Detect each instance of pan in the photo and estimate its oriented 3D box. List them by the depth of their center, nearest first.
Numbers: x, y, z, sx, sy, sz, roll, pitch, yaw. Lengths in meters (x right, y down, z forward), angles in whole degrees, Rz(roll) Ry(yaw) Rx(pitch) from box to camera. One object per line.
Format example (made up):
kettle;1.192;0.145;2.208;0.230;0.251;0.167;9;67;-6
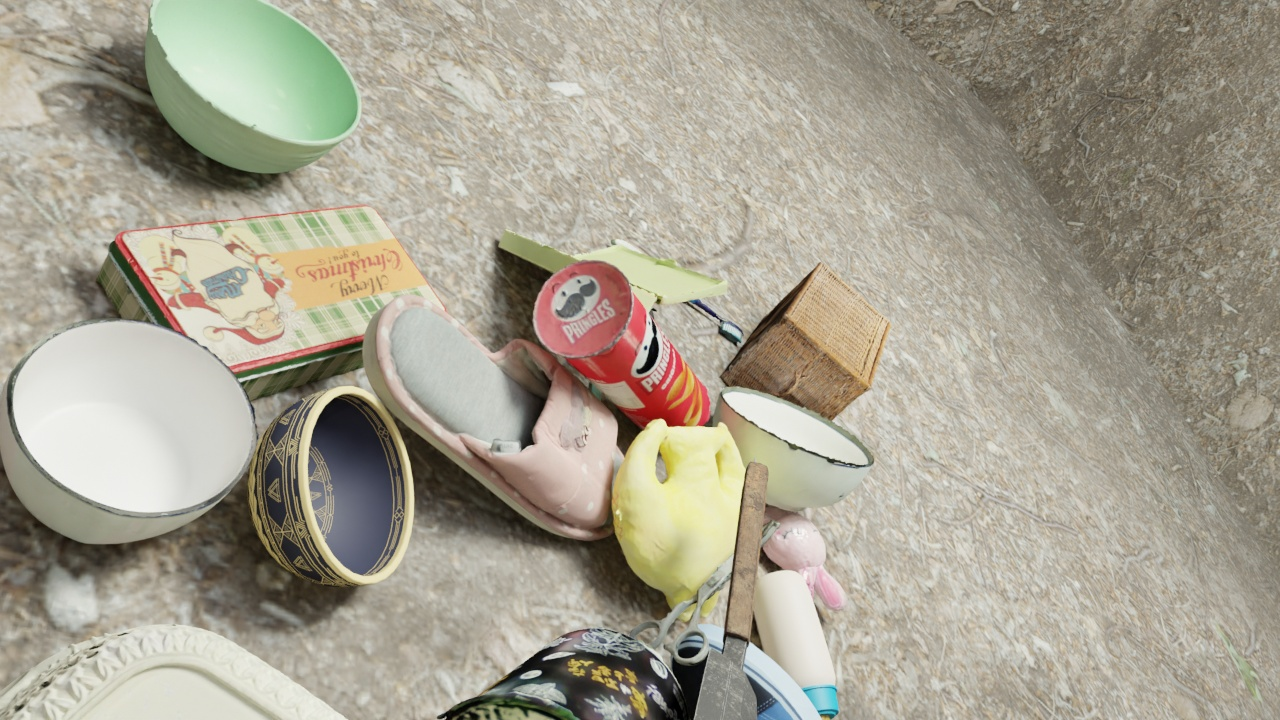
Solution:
pan;0.050;0.203;0.537;0.040;0.208;0.355;12;51;9

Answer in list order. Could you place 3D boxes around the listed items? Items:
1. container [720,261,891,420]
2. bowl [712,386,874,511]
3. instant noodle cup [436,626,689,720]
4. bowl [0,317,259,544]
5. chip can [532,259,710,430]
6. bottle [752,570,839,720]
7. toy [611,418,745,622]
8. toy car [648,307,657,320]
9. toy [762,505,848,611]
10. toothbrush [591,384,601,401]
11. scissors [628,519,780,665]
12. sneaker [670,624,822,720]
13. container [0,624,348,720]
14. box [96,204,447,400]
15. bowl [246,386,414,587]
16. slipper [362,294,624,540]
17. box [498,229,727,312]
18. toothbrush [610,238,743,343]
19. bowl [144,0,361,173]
container;0.185;-0.010;1.003;0.113;0.114;0.198;43;32;0
bowl;0.131;0.088;0.851;0.153;0.073;0.153;22;14;-6
instant noodle cup;-0.038;0.220;0.509;0.137;0.137;0.112;51;23;4
bowl;-0.267;0.043;0.472;0.116;0.066;0.116;30;38;-27
chip can;-0.004;0.004;0.720;0.073;0.073;0.233;67;9;26
bottle;0.128;0.244;0.737;0.051;0.051;0.146;20;43;-37
toy;0.036;0.124;0.717;0.170;0.065;0.154;9;79;-52
toy car;-0.006;-0.037;0.881;0.046;0.034;0.112;24;40;-33
toy;0.144;0.177;0.829;0.063;0.047;0.110;-2;61;-40
toothbrush;-0.037;0.024;0.802;0.016;0.017;0.180;32;38;-25
scissors;0.040;0.168;0.670;0.170;0.095;0.014;-56;135;-48
sneaker;0.085;0.296;0.611;0.098;0.084;0.241;-20;74;-52
container;-0.164;0.215;0.346;0.246;0.143;0.184;42;47;-10
box;-0.235;-0.043;0.613;0.117;0.050;0.205;56;33;9
bowl;-0.185;0.075;0.526;0.112;0.061;0.112;-10;89;-77
slipper;-0.077;0.044;0.640;0.274;0.055;0.114;40;41;-43
box;-0.030;-0.077;0.793;0.141;0.044;0.188;-1;16;-32
toothbrush;0.041;-0.074;0.991;0.189;0.016;0.017;35;46;-20
bowl;-0.290;-0.193;0.672;0.151;0.077;0.150;30;37;-26
